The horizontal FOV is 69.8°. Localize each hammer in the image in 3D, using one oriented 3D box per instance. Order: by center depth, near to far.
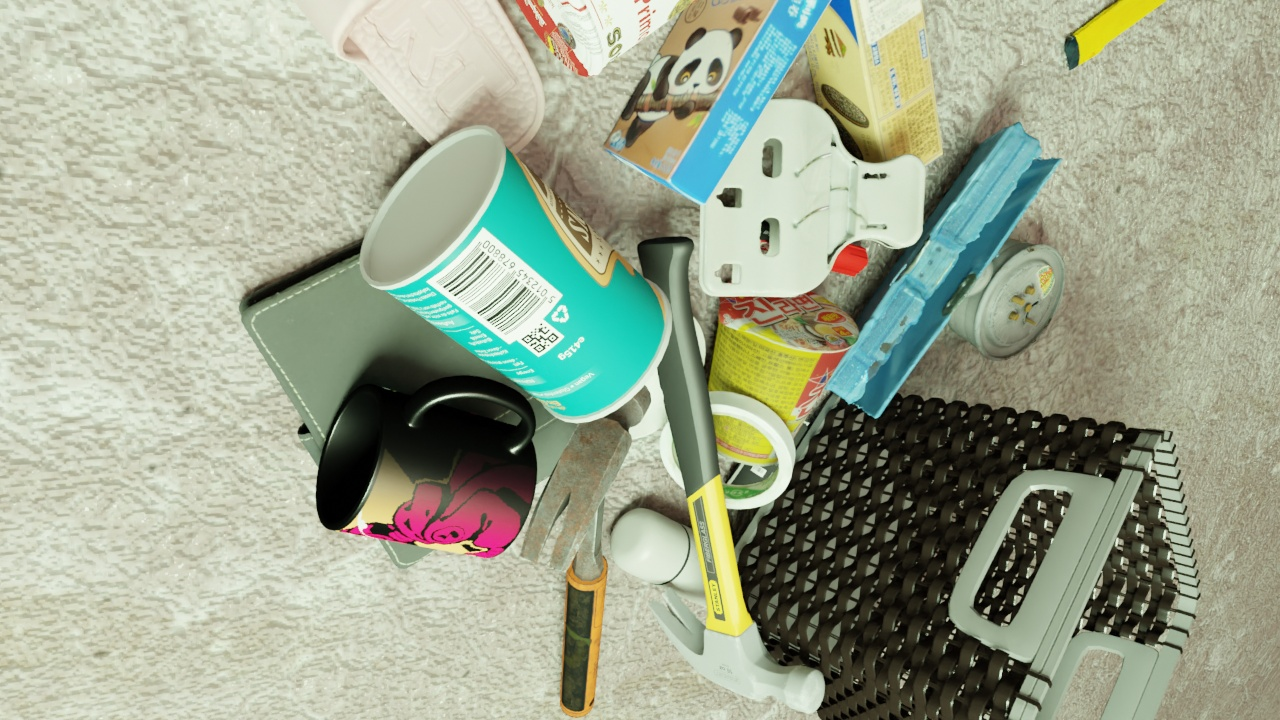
[{"bbox_3d":[0.041,0.078,0.611,0.029,0.127,0.324,-26,110,-45],"label":"hammer"},{"bbox_3d":[-0.043,0.169,0.644,0.137,0.035,0.315,-60,162,-47],"label":"hammer"}]

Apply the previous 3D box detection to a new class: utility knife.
[{"bbox_3d":[0.420,-0.299,0.732,0.217,0.019,0.030,-34,133,-5],"label":"utility knife"}]

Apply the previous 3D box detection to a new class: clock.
[{"bbox_3d":[0.297,-0.057,0.764,0.147,0.056,0.104,21,102,-39],"label":"clock"}]

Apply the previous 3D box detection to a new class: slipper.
[{"bbox_3d":[-0.122,-0.188,0.445,0.094,0.064,0.239,-44,130,-4],"label":"slipper"}]

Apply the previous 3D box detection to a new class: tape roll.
[{"bbox_3d":[0.060,0.064,0.643,0.018,0.094,0.094,-61,157,-52],"label":"tape roll"}]

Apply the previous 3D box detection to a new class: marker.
[{"bbox_3d":[0.106,-0.084,0.659,0.144,0.021,0.023,9,117,-33],"label":"marker"}]

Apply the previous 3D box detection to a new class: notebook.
[{"bbox_3d":[-0.127,0.017,0.574,0.169,0.029,0.209,-30,123,-16],"label":"notebook"}]

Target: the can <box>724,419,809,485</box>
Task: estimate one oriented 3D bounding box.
[{"bbox_3d":[0.101,0.075,0.734,0.031,0.031,0.080,25,100,-37],"label":"can"}]

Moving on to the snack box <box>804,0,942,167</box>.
[{"bbox_3d":[0.142,-0.215,0.591,0.056,0.057,0.207,-34,127,-15],"label":"snack box"}]

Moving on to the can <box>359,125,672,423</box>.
[{"bbox_3d":[-0.064,-0.043,0.505,0.099,0.099,0.144,-49,130,1],"label":"can"}]

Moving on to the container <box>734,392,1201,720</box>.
[{"bbox_3d":[0.242,0.184,0.702,0.246,0.244,0.245,-53,131,-21],"label":"container"}]

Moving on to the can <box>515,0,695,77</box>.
[{"bbox_3d":[-0.005,-0.218,0.482,0.116,0.086,0.087,-38,128,-8],"label":"can"}]

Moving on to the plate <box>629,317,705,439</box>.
[{"bbox_3d":[-0.004,0.004,0.635,0.104,0.026,0.104,-18,125,-28],"label":"plate"}]

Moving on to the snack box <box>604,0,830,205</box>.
[{"bbox_3d":[0.045,-0.172,0.535,0.034,0.087,0.151,25,101,-36],"label":"snack box"}]

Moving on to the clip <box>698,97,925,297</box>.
[{"bbox_3d":[0.106,-0.105,0.603,0.152,0.099,0.126,-2,100,-16],"label":"clip"}]

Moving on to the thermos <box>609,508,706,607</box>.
[{"bbox_3d":[0.063,0.178,0.753,0.224,0.052,0.052,33,95,-38],"label":"thermos"}]

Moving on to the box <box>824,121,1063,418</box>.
[{"bbox_3d":[0.220,-0.063,0.693,0.054,0.093,0.231,35,95,4],"label":"box"}]

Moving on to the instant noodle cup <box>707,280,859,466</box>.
[{"bbox_3d":[0.091,0.012,0.662,0.100,0.100,0.113,-4,124,-29],"label":"instant noodle cup"}]

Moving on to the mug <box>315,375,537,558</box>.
[{"bbox_3d":[-0.112,0.054,0.522,0.098,0.081,0.118,20,124,-36],"label":"mug"}]
